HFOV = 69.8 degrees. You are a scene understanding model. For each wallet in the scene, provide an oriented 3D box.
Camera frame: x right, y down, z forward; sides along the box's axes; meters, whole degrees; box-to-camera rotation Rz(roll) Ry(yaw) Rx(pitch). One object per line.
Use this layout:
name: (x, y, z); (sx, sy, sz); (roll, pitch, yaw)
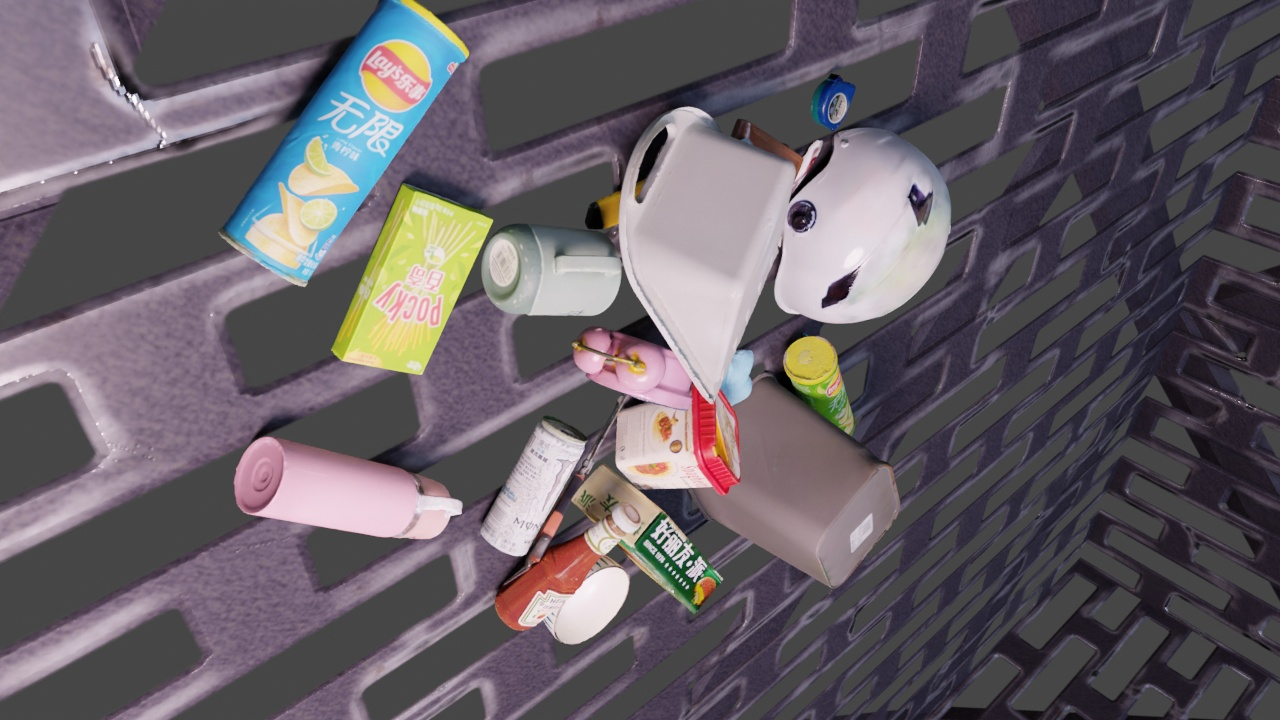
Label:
wallet: (0.127, -0.203, 1.027); (0.124, 0.032, 0.101); (13, 104, -51)

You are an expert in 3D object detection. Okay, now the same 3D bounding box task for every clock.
clock: (-0.006, 0.006, 0.969); (0.158, 0.117, 0.060); (14, 96, -53)

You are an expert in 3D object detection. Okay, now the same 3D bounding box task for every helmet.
helmet: (0.295, -0.148, 1.151); (0.228, 0.146, 0.259); (22, 100, -52)

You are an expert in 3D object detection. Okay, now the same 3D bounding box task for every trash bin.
trash bin: (0.209, 0.169, 1.235); (0.198, 0.220, 0.199); (-46, 142, -15)

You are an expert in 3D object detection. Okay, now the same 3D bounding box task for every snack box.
snack box: (-0.194, -0.066, 0.783); (0.085, 0.026, 0.156); (15, 106, -50)
snack box: (0.013, 0.226, 1.150); (0.063, 0.114, 0.240); (-48, 143, -11)

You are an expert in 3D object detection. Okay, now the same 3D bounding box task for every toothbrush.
toothbrush: (0.168, -0.181, 1.095); (0.016, 0.017, 0.187); (25, 98, -53)

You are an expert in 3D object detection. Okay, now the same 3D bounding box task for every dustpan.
dustpan: (0.059, -0.119, 0.927); (0.258, 0.143, 0.222); (93, 20, -66)

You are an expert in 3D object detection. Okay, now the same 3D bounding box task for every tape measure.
tape measure: (0.219, -0.298, 1.058); (0.054, 0.025, 0.058); (5, 109, -47)

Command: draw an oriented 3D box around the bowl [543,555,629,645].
bowl: (-0.078, 0.284, 1.134); (0.116, 0.066, 0.117); (-26, 134, -31)

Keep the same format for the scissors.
scissors: (-0.072, 0.135, 1.037); (0.214, 0.015, 0.196); (-60, -179, 38)

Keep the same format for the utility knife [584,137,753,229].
utility knife: (0.033, -0.183, 0.938); (0.217, 0.015, 0.033); (-29, 131, -22)

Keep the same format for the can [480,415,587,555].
can: (-0.115, 0.135, 0.990); (0.058, 0.058, 0.147); (21, 101, -52)

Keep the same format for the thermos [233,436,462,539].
thermos: (-0.248, 0.119, 0.815); (0.198, 0.087, 0.067); (28, 62, -51)

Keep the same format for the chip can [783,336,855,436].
chip can: (0.258, 0.049, 1.306); (0.072, 0.072, 0.221); (-48, 146, -11)

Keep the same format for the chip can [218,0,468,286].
chip can: (-0.212, -0.159, 0.659); (0.210, 0.071, 0.071); (-55, 143, 0)

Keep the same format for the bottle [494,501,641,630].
bottle: (-0.081, 0.231, 1.039); (0.206, 0.059, 0.059); (-42, 147, 21)

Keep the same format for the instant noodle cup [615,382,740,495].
instant noodle cup: (0.043, 0.095, 1.063); (0.116, 0.124, 0.116); (52, 32, -51)

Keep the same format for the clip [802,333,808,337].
clip: (0.230, -0.013, 1.289); (0.034, 0.013, 0.055); (-51, 143, -5)

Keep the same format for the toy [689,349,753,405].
toy: (0.079, 0.024, 1.124); (0.156, 0.050, 0.162); (-26, 139, -27)

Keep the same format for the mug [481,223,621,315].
mug: (-0.074, -0.082, 0.832); (0.106, 0.112, 0.082); (-1, 90, -45)
